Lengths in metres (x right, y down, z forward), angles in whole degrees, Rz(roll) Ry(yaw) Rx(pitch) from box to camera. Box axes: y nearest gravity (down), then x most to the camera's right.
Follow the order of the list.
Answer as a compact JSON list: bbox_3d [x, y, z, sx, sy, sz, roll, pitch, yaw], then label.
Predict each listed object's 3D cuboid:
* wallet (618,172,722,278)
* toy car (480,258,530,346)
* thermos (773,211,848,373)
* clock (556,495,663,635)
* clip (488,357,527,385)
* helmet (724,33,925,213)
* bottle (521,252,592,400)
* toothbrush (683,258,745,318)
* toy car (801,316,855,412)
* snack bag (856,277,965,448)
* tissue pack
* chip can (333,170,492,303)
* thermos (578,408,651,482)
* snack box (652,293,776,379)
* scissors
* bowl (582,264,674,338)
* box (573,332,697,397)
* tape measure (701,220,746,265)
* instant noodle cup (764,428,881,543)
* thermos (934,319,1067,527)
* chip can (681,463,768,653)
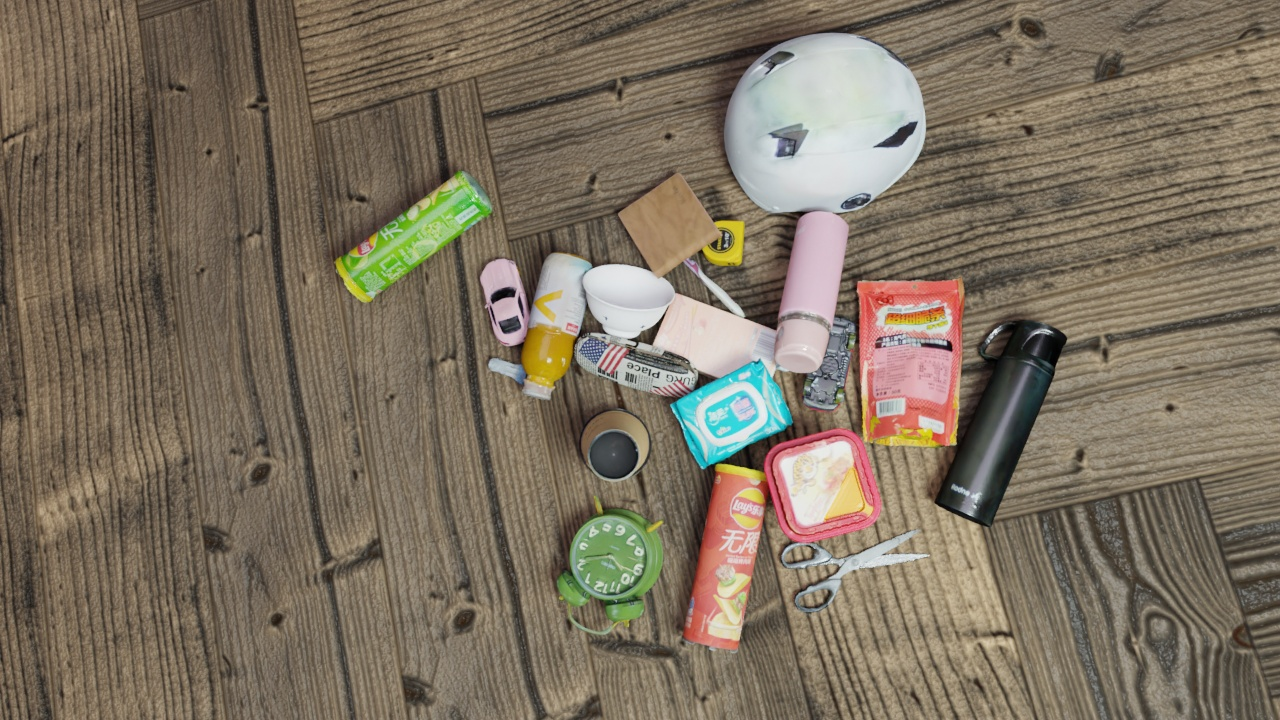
[{"bbox_3d":[0.036,-0.177,1.191,0.101,0.020,0.115,-34,67,7],"label":"wallet"},{"bbox_3d":[-0.179,-0.079,1.223,0.056,0.037,0.122,-18,78,4],"label":"toy car"},{"bbox_3d":[0.204,-0.079,1.124,0.067,0.087,0.198,19,67,-11],"label":"thermos"},{"bbox_3d":[-0.039,0.258,1.135,0.116,0.056,0.161,18,85,13],"label":"clock"},{"bbox_3d":[-0.174,0.012,1.216,0.058,0.038,0.026,21,87,14],"label":"clip"},{"bbox_3d":[0.230,-0.309,1.135,0.259,0.146,0.229,-8,80,8],"label":"helmet"},{"bbox_3d":[-0.112,-0.044,1.189,0.068,0.068,0.189,13,83,11],"label":"bottle"},{"bbox_3d":[0.073,-0.123,1.199,0.017,0.016,0.187,-41,76,-9],"label":"toothbrush"},{"bbox_3d":[0.234,0.006,1.135,0.053,0.045,0.120,14,78,12],"label":"toy car"},{"bbox_3d":[0.328,0.000,1.115,0.129,0.073,0.207,0,76,17],"label":"snack bag"},{"bbox_3d":[0.111,0.065,1.127,0.134,0.050,0.093,-29,89,16],"label":"tissue pack"},{"bbox_3d":[-0.303,-0.169,1.239,0.221,0.072,0.072,-35,77,2],"label":"chip can"},{"bbox_3d":[-0.032,0.107,1.120,0.093,0.143,0.093,0,90,0],"label":"thermos"},{"bbox_3d":[0.100,-0.019,1.171,0.157,0.026,0.084,22,85,12],"label":"snack box"},{"bbox_3d":[0.253,0.243,1.111,0.163,0.014,0.165,31,87,11],"label":"scissors"},{"bbox_3d":[-0.020,-0.068,1.172,0.118,0.118,0.065,19,122,12],"label":"bowl"},{"bbox_3d":[-0.005,0.004,1.168,0.164,0.051,0.069,17,125,7],"label":"box"},{"bbox_3d":[0.107,-0.151,1.190,0.057,0.029,0.060,3,75,11],"label":"tape measure"},{"bbox_3d":[0.211,0.147,1.076,0.117,0.124,0.116,-16,79,7],"label":"instant noodle cup"},{"bbox_3d":[0.420,0.070,1.091,0.090,0.068,0.242,19,81,44],"label":"thermos"},{"bbox_3d":[0.105,0.236,1.108,0.073,0.073,0.216,11,84,11],"label":"chip can"}]
